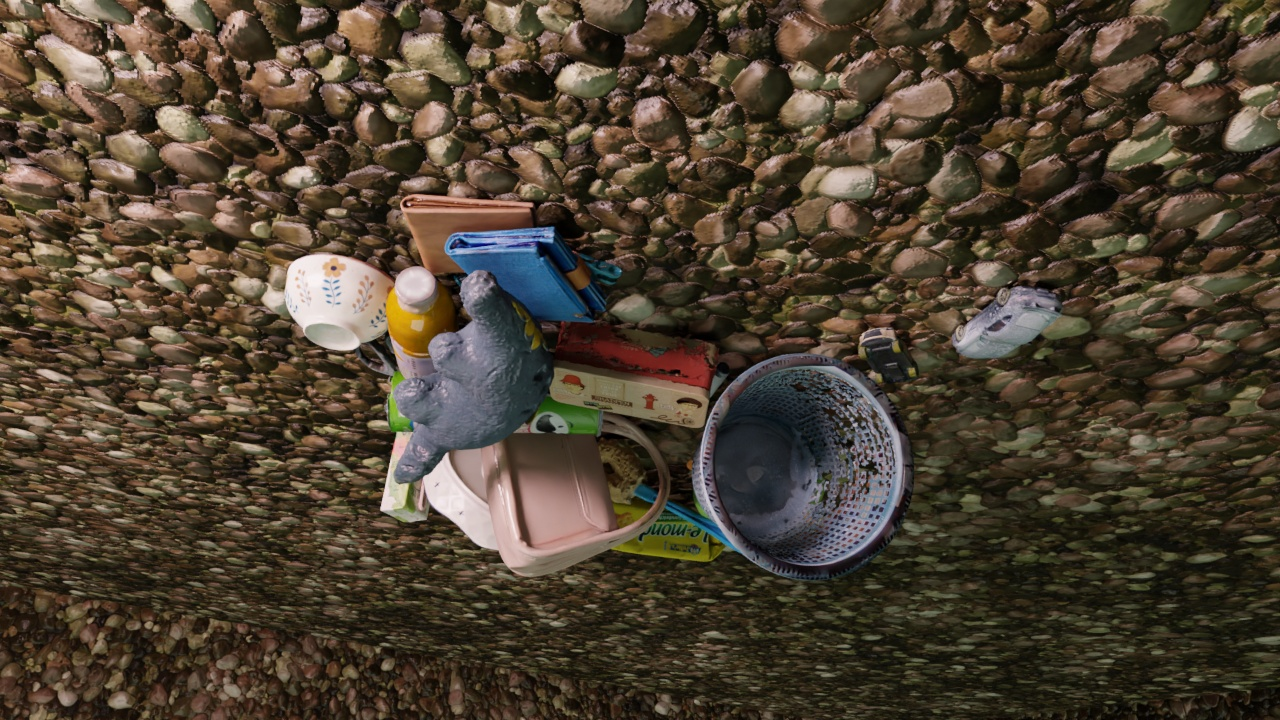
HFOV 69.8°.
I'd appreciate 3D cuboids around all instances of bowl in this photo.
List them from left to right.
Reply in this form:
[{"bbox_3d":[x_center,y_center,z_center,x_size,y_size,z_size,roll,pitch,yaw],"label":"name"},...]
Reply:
[{"bbox_3d":[-0.300,-0.049,0.913,0.113,0.062,0.114,5,153,3],"label":"bowl"}]

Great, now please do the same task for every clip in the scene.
[{"bbox_3d":[-0.045,-0.085,0.852,0.056,0.014,0.041,14,150,-16],"label":"clip"}]

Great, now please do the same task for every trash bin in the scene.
[{"bbox_3d":[0.149,0.119,1.005,0.226,0.226,0.195,11,168,-10],"label":"trash bin"}]

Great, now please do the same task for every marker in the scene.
[{"bbox_3d":[0.073,0.035,1.049,0.022,0.018,0.131,19,150,-5],"label":"marker"}]

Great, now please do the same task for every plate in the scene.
[{"bbox_3d":[-0.186,0.170,1.189,0.204,0.204,0.046,26,108,-33],"label":"plate"}]

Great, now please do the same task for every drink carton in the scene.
[{"bbox_3d":[-0.299,0.147,1.207,0.046,0.122,0.053,-10,148,23],"label":"drink carton"}]

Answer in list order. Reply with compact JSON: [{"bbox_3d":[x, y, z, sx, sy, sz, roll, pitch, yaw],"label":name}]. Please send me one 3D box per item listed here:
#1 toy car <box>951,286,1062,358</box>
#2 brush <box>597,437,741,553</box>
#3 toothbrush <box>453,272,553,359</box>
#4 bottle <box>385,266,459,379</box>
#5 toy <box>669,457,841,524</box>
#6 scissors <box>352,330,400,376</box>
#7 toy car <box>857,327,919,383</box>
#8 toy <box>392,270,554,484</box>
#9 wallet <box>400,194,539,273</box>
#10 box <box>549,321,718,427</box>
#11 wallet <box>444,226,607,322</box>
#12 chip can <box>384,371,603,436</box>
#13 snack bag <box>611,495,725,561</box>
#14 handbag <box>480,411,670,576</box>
[{"bbox_3d":[0.344,-0.031,0.864,0.054,0.036,0.121,11,154,-12],"label":"toy car"},{"bbox_3d":[0.032,0.183,1.190,0.255,0.083,0.046,28,171,4],"label":"brush"},{"bbox_3d":[-0.132,-0.038,0.952,0.018,0.016,0.191,-19,144,19],"label":"toothbrush"},{"bbox_3d":[-0.214,-0.032,0.907,0.068,0.068,0.190,8,156,-5],"label":"bottle"},{"bbox_3d":[0.145,0.174,1.215,0.226,0.089,0.247,25,151,-31],"label":"toy"},{"bbox_3d":[-0.251,0.025,1.050,0.172,0.014,0.146,26,132,-22],"label":"scissors"},{"bbox_3d":[0.249,-0.007,0.923,0.042,0.035,0.090,-14,146,28],"label":"toy car"},{"bbox_3d":[-0.158,0.025,0.894,0.137,0.091,0.358,-5,150,-33],"label":"toy"},{"bbox_3d":[-0.146,-0.110,0.820,0.115,0.020,0.101,2,154,2],"label":"wallet"},{"bbox_3d":[-0.006,0.006,0.960,0.168,0.079,0.091,10,153,4],"label":"box"},{"bbox_3d":[-0.099,-0.076,0.826,0.106,0.040,0.133,0,157,20],"label":"wallet"},{"bbox_3d":[-0.160,0.048,1.024,0.236,0.072,0.072,1,152,-7],"label":"chip can"},{"bbox_3d":[-0.009,0.223,1.303,0.246,0.068,0.158,12,-178,-15],"label":"snack bag"},{"bbox_3d":[-0.069,0.145,1.106,0.233,0.193,0.094,-5,157,-24],"label":"handbag"}]
